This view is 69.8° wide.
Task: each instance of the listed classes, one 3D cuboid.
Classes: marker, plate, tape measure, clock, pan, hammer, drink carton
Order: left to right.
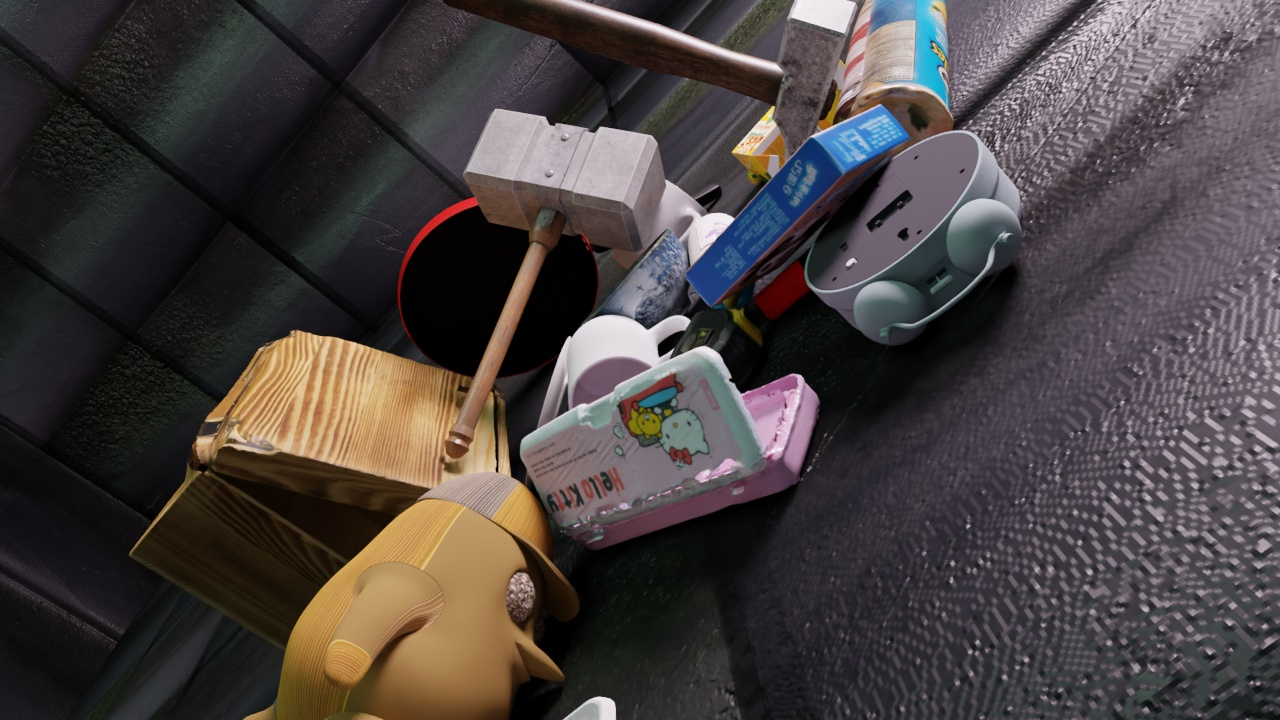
[{"bbox_3d":[-0.104,-0.061,0.801,0.083,0.163,0.317,69,-143,-64],"label":"hammer"},{"bbox_3d":[-0.073,0.046,0.788,0.134,0.011,0.134,83,-157,-90],"label":"plate"},{"bbox_3d":[-0.083,-0.110,0.966,0.356,0.209,0.067,-28,38,-2],"label":"pan"},{"bbox_3d":[-0.007,-0.214,0.702,0.218,0.300,0.037,99,-168,-60],"label":"hammer"},{"bbox_3d":[0.051,-0.004,0.639,0.072,0.042,0.071,-12,38,57],"label":"tape measure"},{"bbox_3d":[0.143,-0.218,0.850,0.122,0.041,0.058,-48,19,4],"label":"drink carton"},{"bbox_3d":[0.138,-0.081,0.625,0.145,0.021,0.023,-41,50,23],"label":"marker"},{"bbox_3d":[0.156,-0.066,0.521,0.123,0.045,0.159,-42,21,21],"label":"clock"}]

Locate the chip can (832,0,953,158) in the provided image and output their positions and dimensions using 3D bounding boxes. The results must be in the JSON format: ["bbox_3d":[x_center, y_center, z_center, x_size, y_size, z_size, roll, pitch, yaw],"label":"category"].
[{"bbox_3d":[0.192,-0.219,0.690,0.080,0.080,0.228,-34,23,37],"label":"chip can"}]

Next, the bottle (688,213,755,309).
[{"bbox_3d":[0.065,-0.074,0.726,0.051,0.051,0.146,-43,20,19],"label":"bottle"}]

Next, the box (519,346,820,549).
[{"bbox_3d":[0.002,0.052,0.558,0.203,0.095,0.087,-28,30,46],"label":"box"}]

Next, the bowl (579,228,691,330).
[{"bbox_3d":[0.006,-0.051,0.789,0.114,0.061,0.114,-47,5,6],"label":"bowl"}]

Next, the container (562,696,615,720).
[{"bbox_3d":[-0.042,0.218,0.400,0.129,0.049,0.080,-43,20,18],"label":"container"}]

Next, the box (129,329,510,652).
[{"bbox_3d":[-0.263,0.090,0.822,0.215,0.257,0.279,-48,19,10],"label":"box"}]

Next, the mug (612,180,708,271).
[{"bbox_3d":[0.022,-0.118,0.885,0.089,0.071,0.107,-52,24,1],"label":"mug"}]

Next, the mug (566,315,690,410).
[{"bbox_3d":[-0.004,0.004,0.708,0.110,0.074,0.090,-33,21,8],"label":"mug"}]

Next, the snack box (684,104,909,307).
[{"bbox_3d":[0.101,-0.100,0.613,0.087,0.034,0.152,-32,-9,-40],"label":"snack box"}]

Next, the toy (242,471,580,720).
[{"bbox_3d":[-0.118,0.164,0.566,0.199,0.162,0.202,91,-158,-49],"label":"toy"}]
